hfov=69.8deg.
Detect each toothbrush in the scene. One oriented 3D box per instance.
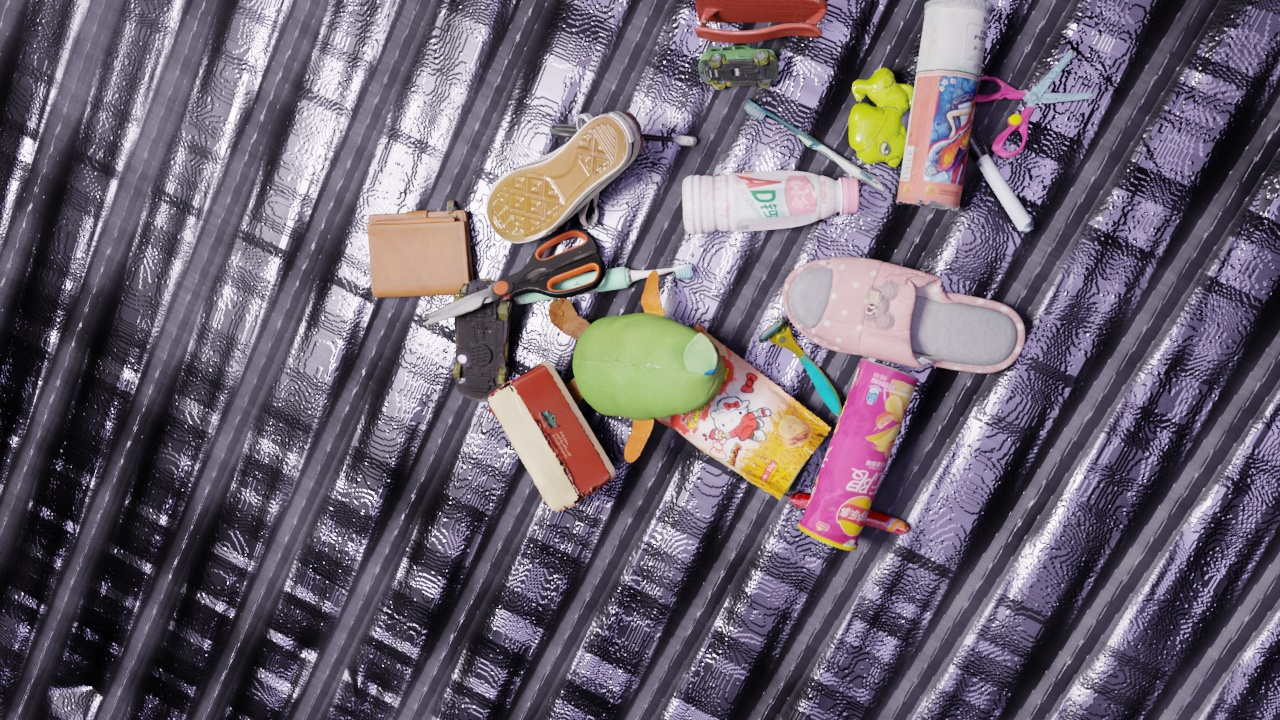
[{"bbox_3d":[0.199,-0.246,1.055,0.191,0.016,0.018,34,112,5],"label":"toothbrush"},{"bbox_3d":[-0.046,-0.096,1.115,0.225,0.026,0.027,-8,87,11],"label":"toothbrush"},{"bbox_3d":[-0.023,-0.269,1.094,0.181,0.018,0.016,8,106,11],"label":"toothbrush"}]

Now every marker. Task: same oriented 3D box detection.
[{"bbox_3d":[0.399,-0.199,1.021,0.023,0.018,0.130,-34,89,31],"label":"marker"}]

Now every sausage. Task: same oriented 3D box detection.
[{"bbox_3d":[0.250,0.182,1.099,0.156,0.020,0.020,14,99,8],"label":"sausage"}]

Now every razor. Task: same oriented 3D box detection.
[{"bbox_3d":[0.196,0.010,1.081,0.132,0.028,0.043,52,126,4],"label":"razor"}]

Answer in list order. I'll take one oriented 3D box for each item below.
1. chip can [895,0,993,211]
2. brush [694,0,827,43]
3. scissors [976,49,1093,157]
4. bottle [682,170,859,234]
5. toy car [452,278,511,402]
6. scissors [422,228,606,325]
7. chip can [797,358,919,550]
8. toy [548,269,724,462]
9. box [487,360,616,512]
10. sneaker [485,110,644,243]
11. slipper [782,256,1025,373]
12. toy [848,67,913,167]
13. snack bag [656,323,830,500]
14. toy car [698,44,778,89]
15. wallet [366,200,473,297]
[{"bbox_3d":[0.328,-0.274,0.997,0.071,0.071,0.215,8,99,9],"label":"chip can"},{"bbox_3d":[0.135,-0.391,1.024,0.146,0.063,0.069,4,86,8],"label":"brush"},{"bbox_3d":[0.422,-0.291,1.008,0.125,0.017,0.133,39,98,7],"label":"scissors"},{"bbox_3d":[0.148,-0.182,1.049,0.197,0.068,0.068,-1,97,7],"label":"bottle"},{"bbox_3d":[-0.197,-0.024,1.142,0.070,0.042,0.158,7,109,3],"label":"toy car"},{"bbox_3d":[-0.157,-0.099,1.108,0.235,0.022,0.136,-4,64,6],"label":"scissors"},{"bbox_3d":[0.249,0.106,1.051,0.071,0.071,0.210,20,94,8],"label":"chip can"},{"bbox_3d":[-0.006,0.006,1.074,0.247,0.089,0.227,7,95,35],"label":"toy"},{"bbox_3d":[-0.115,0.097,1.110,0.092,0.079,0.168,-30,90,54],"label":"box"},{"bbox_3d":[-0.081,-0.215,1.076,0.242,0.087,0.118,-28,92,36],"label":"sneaker"},{"bbox_3d":[0.296,-0.048,1.041,0.274,0.054,0.114,15,100,8],"label":"slipper"},{"bbox_3d":[0.267,-0.270,1.029,0.096,0.031,0.100,34,95,-8],"label":"toy"},{"bbox_3d":[0.112,0.064,1.094,0.208,0.073,0.129,36,103,12],"label":"snack bag"},{"bbox_3d":[0.112,-0.336,1.044,0.091,0.043,0.036,6,62,16],"label":"toy car"},{"bbox_3d":[-0.277,-0.139,1.148,0.131,0.035,0.119,-1,97,9],"label":"wallet"}]
